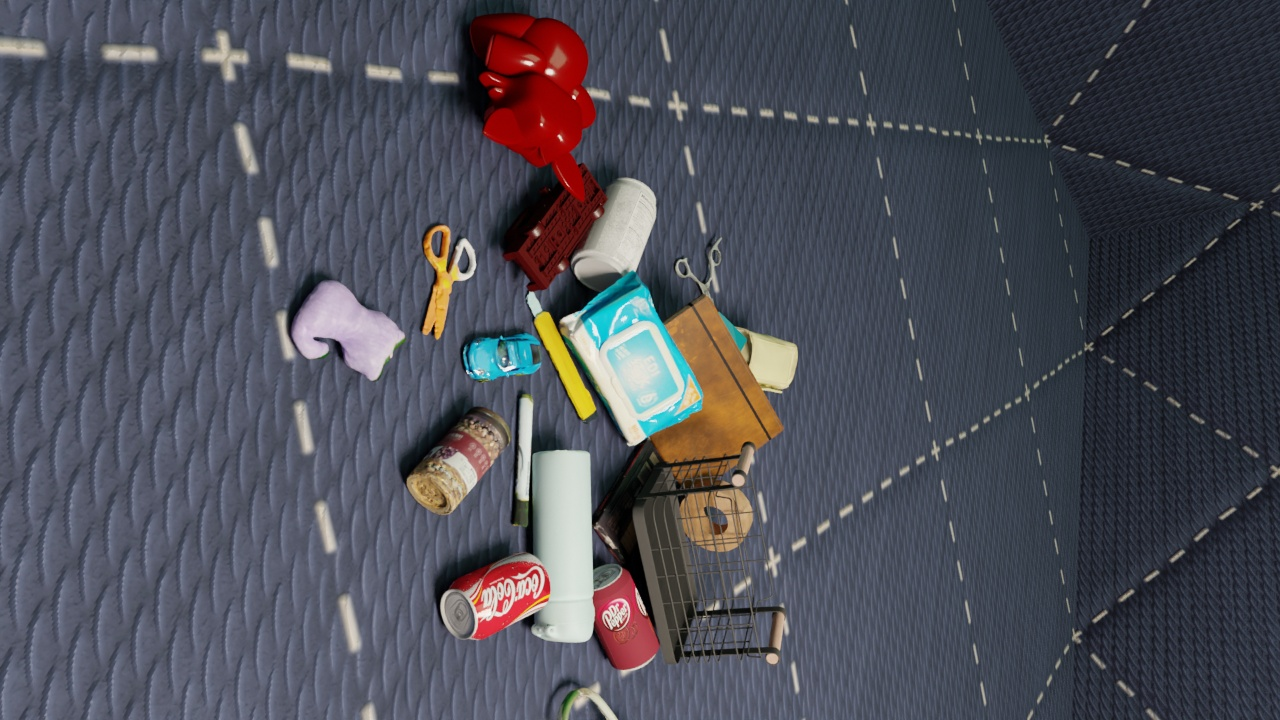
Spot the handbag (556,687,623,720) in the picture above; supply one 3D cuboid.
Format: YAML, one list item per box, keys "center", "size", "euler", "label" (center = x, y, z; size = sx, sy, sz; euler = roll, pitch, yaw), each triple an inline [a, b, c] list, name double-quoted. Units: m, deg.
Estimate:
- center: [-0.046, 0.445, 1.000]
  size: [0.151, 0.074, 0.176]
  euler: [-14, 93, -51]
  label: "handbag"

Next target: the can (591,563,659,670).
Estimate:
- center: [-0.025, 0.298, 1.066]
  size: [0.063, 0.063, 0.114]
  euler: [-39, 113, -47]
  label: "can"

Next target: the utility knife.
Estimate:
- center: [-0.093, -0.003, 1.083]
  size: [0.030, 0.017, 0.175]
  euler: [-44, 116, -52]
  label: "utility knife"

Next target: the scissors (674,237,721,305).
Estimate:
- center: [0.099, -0.109, 1.343]
  size: [0.141, 0.014, 0.171]
  euler: [46, 53, -32]
  label: "scissors"

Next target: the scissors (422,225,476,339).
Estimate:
- center: [-0.203, -0.077, 0.967]
  size: [0.073, 0.013, 0.131]
  euler: [22, 65, -47]
  label: "scissors"

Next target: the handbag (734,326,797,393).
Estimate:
- center: [0.147, -0.001, 1.303]
  size: [0.119, 0.111, 0.081]
  euler: [12, 88, -47]
  label: "handbag"

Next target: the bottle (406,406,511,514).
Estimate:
- center: [-0.181, 0.099, 0.921]
  size: [0.056, 0.056, 0.105]
  euler: [60, 43, -23]
  label: "bottle"

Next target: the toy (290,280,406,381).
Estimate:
- center: [-0.273, -0.024, 0.851]
  size: [0.099, 0.037, 0.080]
  euler: [44, 61, -30]
  label: "toy"

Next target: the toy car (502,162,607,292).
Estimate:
- center: [-0.103, -0.153, 1.065]
  size: [0.070, 0.062, 0.169]
  euler: [54, 45, -29]
  label: "toy car"

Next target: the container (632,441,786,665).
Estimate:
- center: [0.089, 0.235, 1.110]
  size: [0.162, 0.130, 0.241]
  euler: [-50, 130, -70]
  label: "container"

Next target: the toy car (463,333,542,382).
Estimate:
- center: [-0.147, -0.004, 1.005]
  size: [0.105, 0.032, 0.048]
  euler: [-8, 89, -50]
  label: "toy car"

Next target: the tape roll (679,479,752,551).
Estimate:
- center: [0.099, 0.205, 1.212]
  size: [0.027, 0.094, 0.094]
  euler: [-43, 115, -58]
  label: "tape roll"

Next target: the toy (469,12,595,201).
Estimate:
- center: [-0.119, -0.290, 1.031]
  size: [0.158, 0.121, 0.196]
  euler: [31, 50, -46]
  label: "toy"

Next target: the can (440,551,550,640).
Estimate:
- center: [-0.145, 0.238, 0.929]
  size: [0.104, 0.064, 0.064]
  euler: [-14, 93, -51]
  label: "can"

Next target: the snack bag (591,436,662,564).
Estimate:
- center: [-0.007, 0.174, 1.150]
  size: [0.074, 0.018, 0.154]
  euler: [59, 44, -25]
  label: "snack bag"

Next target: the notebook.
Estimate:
- center: [0.076, 0.039, 1.199]
  size: [0.178, 0.014, 0.249]
  euler: [-35, 116, -6]
  label: "notebook"

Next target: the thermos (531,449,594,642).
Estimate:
- center: [-0.085, 0.204, 1.009]
  size: [0.077, 0.065, 0.206]
  euler: [10, 75, -51]
  label: "thermos"

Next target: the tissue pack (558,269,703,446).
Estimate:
- center: [-0.007, 0.006, 1.114]
  size: [0.117, 0.066, 0.209]
  euler: [-32, 117, -7]
  label: "tissue pack"

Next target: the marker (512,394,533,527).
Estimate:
- center: [-0.129, 0.110, 1.014]
  size: [0.017, 0.017, 0.146]
  euler: [17, 69, -48]
  label: "marker"

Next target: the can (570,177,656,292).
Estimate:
- center: [-0.031, -0.156, 1.142]
  size: [0.078, 0.078, 0.135]
  euler: [45, 50, -36]
  label: "can"
